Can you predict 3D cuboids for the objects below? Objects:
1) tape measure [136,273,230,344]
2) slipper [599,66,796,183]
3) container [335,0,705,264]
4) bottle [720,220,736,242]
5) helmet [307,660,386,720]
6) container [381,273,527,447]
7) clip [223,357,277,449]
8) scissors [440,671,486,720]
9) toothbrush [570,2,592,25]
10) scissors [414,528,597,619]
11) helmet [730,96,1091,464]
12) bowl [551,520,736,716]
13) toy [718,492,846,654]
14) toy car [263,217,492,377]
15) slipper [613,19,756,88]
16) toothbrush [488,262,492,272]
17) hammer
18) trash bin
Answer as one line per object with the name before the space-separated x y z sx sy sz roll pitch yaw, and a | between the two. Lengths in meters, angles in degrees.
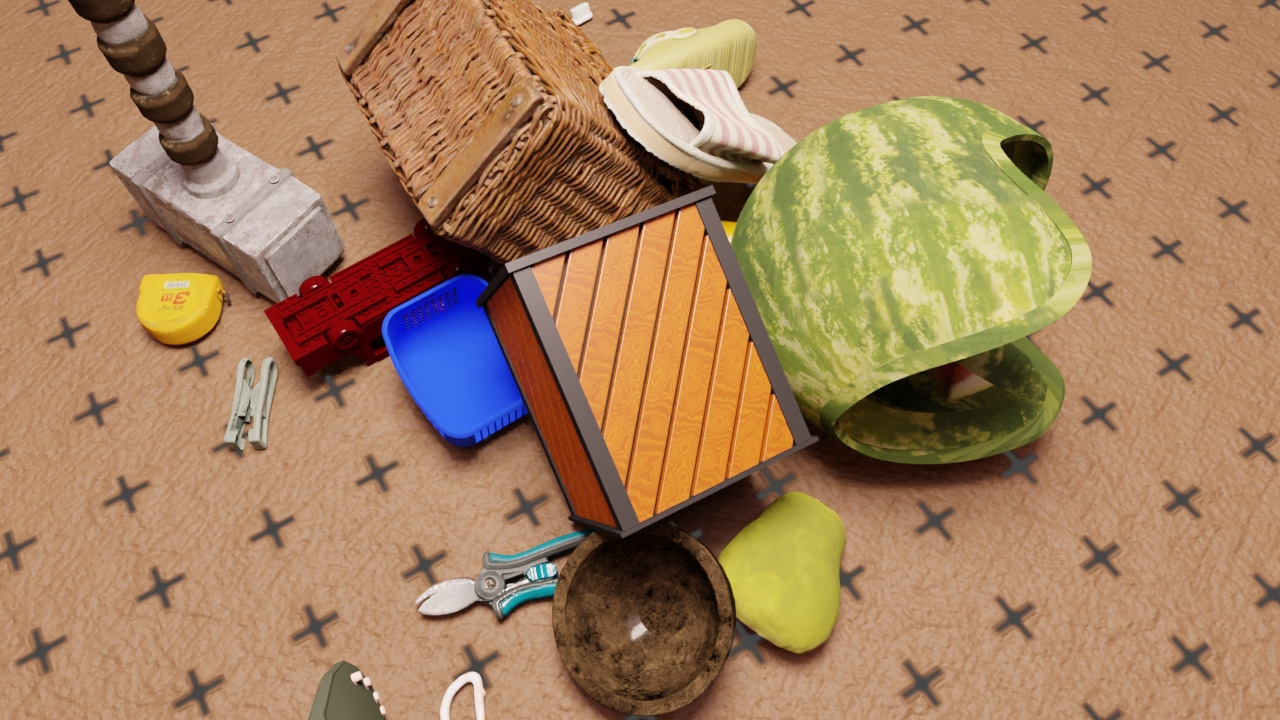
tape measure | -0.374 -0.042 0.749 0.068 0.030 0.058 -3 60 1
slipper | 0.073 -0.184 0.727 0.262 0.052 0.115 -3 52 -53
container | -0.105 -0.183 0.709 0.162 0.183 0.250 -43 63 18
bottle | 0.052 -0.098 0.771 0.144 0.043 0.043 8 61 5
helmet | -0.175 0.293 0.416 0.250 0.256 0.232 -23 59 -11
container | -0.132 0.004 0.697 0.096 0.058 0.114 -31 76 -16
clip | -0.301 0.032 0.712 0.044 0.023 0.076 -1 62 -2
scissors | -0.095 0.258 0.588 0.125 0.011 0.131 -25 61 -15
toothbrush | -0.124 -0.307 0.906 0.186 0.017 0.012 -35 46 -18
scissors | -0.077 0.155 0.642 0.146 0.019 0.133 28 64 14
helmet | 0.182 -0.065 0.653 0.243 0.213 0.246 -11 57 14
bowl | 0.008 0.166 0.607 0.121 0.056 0.121 -4 79 19
toy | 0.104 0.140 0.631 0.090 0.051 0.109 31 62 14
toy car | -0.203 -0.049 0.734 0.169 0.062 0.070 -32 65 -16
slipper | 0.022 -0.263 0.841 0.190 0.092 0.081 -35 63 -21
toothbrush | -0.166 -0.136 0.810 0.022 0.015 0.154 -2 54 -42
hammer | -0.340 -0.184 0.659 0.177 0.327 0.079 31 65 16
trash bin | -0.004 0.004 0.614 0.139 0.140 0.172 -24 92 -18
